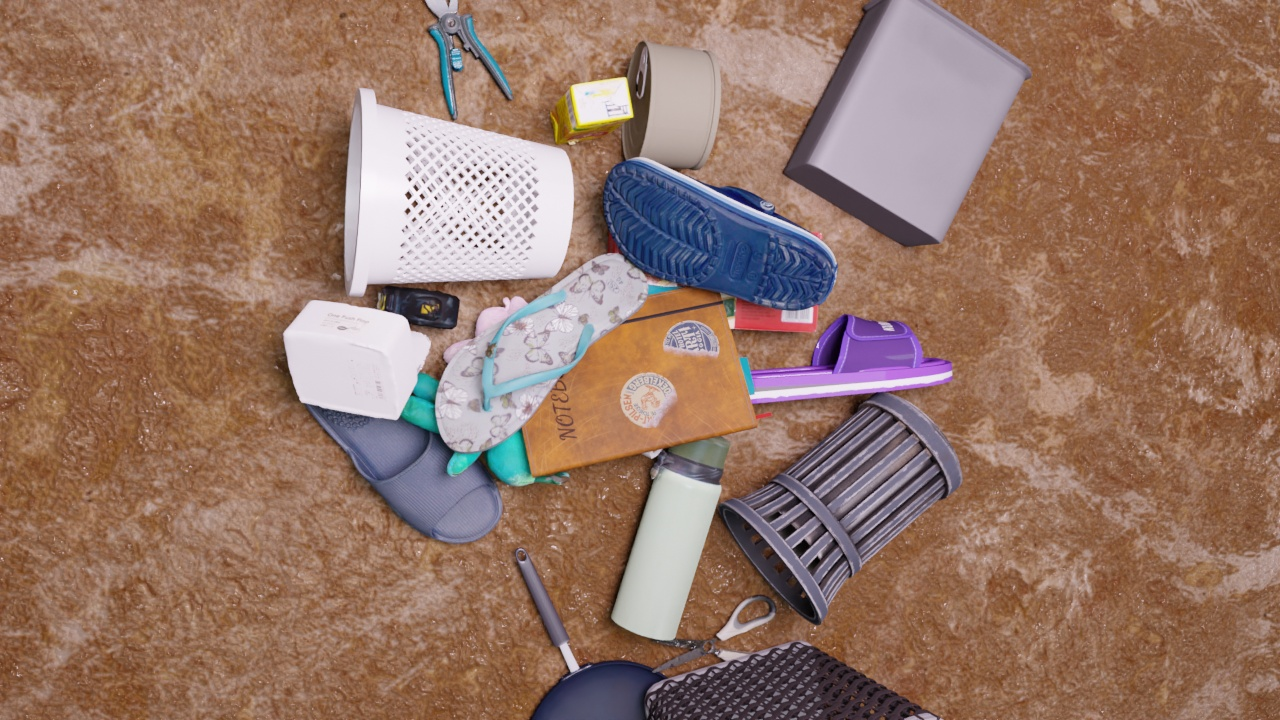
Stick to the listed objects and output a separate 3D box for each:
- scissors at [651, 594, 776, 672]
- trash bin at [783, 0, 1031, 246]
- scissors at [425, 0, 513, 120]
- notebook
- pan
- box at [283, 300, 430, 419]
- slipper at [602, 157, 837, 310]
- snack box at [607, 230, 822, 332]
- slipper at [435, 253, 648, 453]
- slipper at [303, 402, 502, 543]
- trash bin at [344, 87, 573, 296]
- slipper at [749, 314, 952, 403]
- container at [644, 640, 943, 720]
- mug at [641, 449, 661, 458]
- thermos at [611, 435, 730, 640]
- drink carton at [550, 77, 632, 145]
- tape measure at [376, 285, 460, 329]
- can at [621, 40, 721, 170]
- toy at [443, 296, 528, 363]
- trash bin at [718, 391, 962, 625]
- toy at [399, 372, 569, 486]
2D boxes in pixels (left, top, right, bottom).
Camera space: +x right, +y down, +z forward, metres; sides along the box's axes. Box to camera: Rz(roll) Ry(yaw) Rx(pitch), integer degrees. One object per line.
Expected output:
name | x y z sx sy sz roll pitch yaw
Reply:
scissors | 0.098 0.334 1.067 0.158 0.013 0.162 -44 105 -14
trash bin | 0.299 -0.270 1.039 0.191 0.097 0.220 28 89 -12
scissors | -0.187 -0.325 0.973 0.124 0.019 0.156 16 91 -13
notebook | -0.007 0.007 0.944 0.249 0.014 0.178 -12 73 -8
pan | -0.065 0.368 1.037 0.198 0.021 0.356 -25 99 -9
box | -0.263 -0.015 0.906 0.108 0.136 0.129 11 133 9
slipper | 0.081 -0.128 0.945 0.253 0.095 0.105 25 126 6
snack box | 0.080 -0.092 1.021 0.236 0.060 0.113 2 93 -12
slipper | -0.102 -0.021 0.908 0.098 0.055 0.268 42 71 10
slipper | -0.253 0.096 0.952 0.101 0.082 0.263 -44 99 -6
trash bin | -0.182 -0.155 0.909 0.199 0.196 0.195 2 93 -22
slipper | 0.224 -0.009 1.038 0.266 0.107 0.084 -6 94 -7
container | 0.157 0.462 0.961 0.245 0.244 0.247 -11 98 -17
mug | -0.004 0.046 0.998 0.089 0.105 0.074 24 126 16
thermos | 0.034 0.185 1.019 0.082 0.082 0.231 18 90 -12
drink carton | -0.053 -0.253 0.946 0.058 0.135 0.043 -13 98 -13
tape measure | -0.225 -0.055 0.954 0.071 0.072 0.042 5 87 16
can | 0.030 -0.266 0.966 0.073 0.128 0.128 2 93 -14
toy | -0.156 -0.021 0.984 0.110 0.047 0.063 -42 98 4
trash bin | 0.227 0.154 1.020 0.227 0.164 0.164 -37 100 -11
toy | -0.154 0.072 0.944 0.193 0.130 0.073 29 122 -14
